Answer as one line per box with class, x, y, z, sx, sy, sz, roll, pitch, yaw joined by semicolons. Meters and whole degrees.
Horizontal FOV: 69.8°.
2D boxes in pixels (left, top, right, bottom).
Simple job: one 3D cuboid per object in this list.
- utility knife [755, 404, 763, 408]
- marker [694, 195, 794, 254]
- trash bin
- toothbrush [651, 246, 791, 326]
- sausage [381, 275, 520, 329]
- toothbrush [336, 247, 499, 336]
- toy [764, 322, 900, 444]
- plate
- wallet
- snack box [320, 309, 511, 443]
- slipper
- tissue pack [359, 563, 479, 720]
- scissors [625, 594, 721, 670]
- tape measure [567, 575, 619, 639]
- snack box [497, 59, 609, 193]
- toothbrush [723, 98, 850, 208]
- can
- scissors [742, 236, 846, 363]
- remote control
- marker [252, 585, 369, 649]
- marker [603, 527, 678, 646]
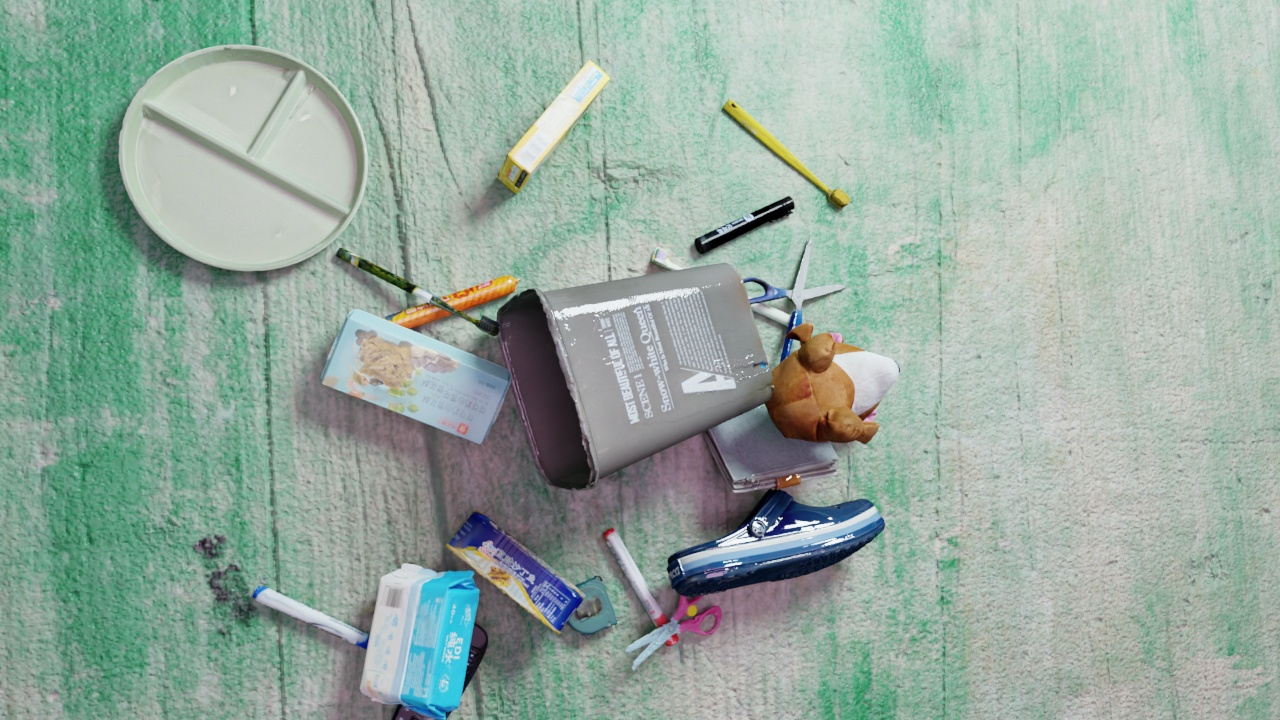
utility knife;0.103;-0.024;1.042;0.034;0.018;0.185;-27;103;-9
marker;0.122;-0.157;1.066;0.131;0.020;0.022;-27;123;-17
trash bin;-0.005;0.006;0.936;0.219;0.199;0.199;-16;91;-22
toothbrush;0.099;-0.081;1.054;0.189;0.020;0.029;25;38;-14
sausage;-0.203;-0.058;0.966;0.165;0.021;0.021;-21;92;-16
toothbrush;-0.228;-0.072;0.944;0.186;0.017;0.012;27;56;-1
toy;0.214;0.025;0.992;0.131;0.199;0.140;-17;83;22
plate;-0.393;-0.201;0.920;0.230;0.027;0.230;1;86;-15
wallet;0.145;0.099;1.027;0.129;0.037;0.106;-9;50;-16
snack box;-0.225;0.016;0.930;0.175;0.051;0.074;23;100;-13
slipper;0.142;0.194;1.012;0.252;0.105;0.095;-10;68;-19
tissue pack;-0.212;0.273;0.899;0.090;0.063;0.140;0;74;27
scissors;0.039;0.298;0.998;0.137;0.017;0.077;-38;105;-32
tape measure;-0.056;0.266;0.984;0.054;0.025;0.058;-21;91;-17
snack box;-0.094;-0.246;0.975;0.034;0.087;0.140;41;77;-10
toothbrush;0.175;-0.244;1.086;0.190;0.017;0.015;38;77;-10
can;-0.127;0.217;0.942;0.148;0.075;0.049;39;76;-4
scissors;0.173;-0.068;1.061;0.162;0.012;0.175;12;77;-26
remote control;-0.205;0.328;0.939;0.053;0.024;0.136;33;80;-8
marker;-0.316;0.261;0.916;0.145;0.017;0.017;29;79;-12
marker;0.000;0.248;1.005;0.017;0.017;0.145;-31;95;-15
